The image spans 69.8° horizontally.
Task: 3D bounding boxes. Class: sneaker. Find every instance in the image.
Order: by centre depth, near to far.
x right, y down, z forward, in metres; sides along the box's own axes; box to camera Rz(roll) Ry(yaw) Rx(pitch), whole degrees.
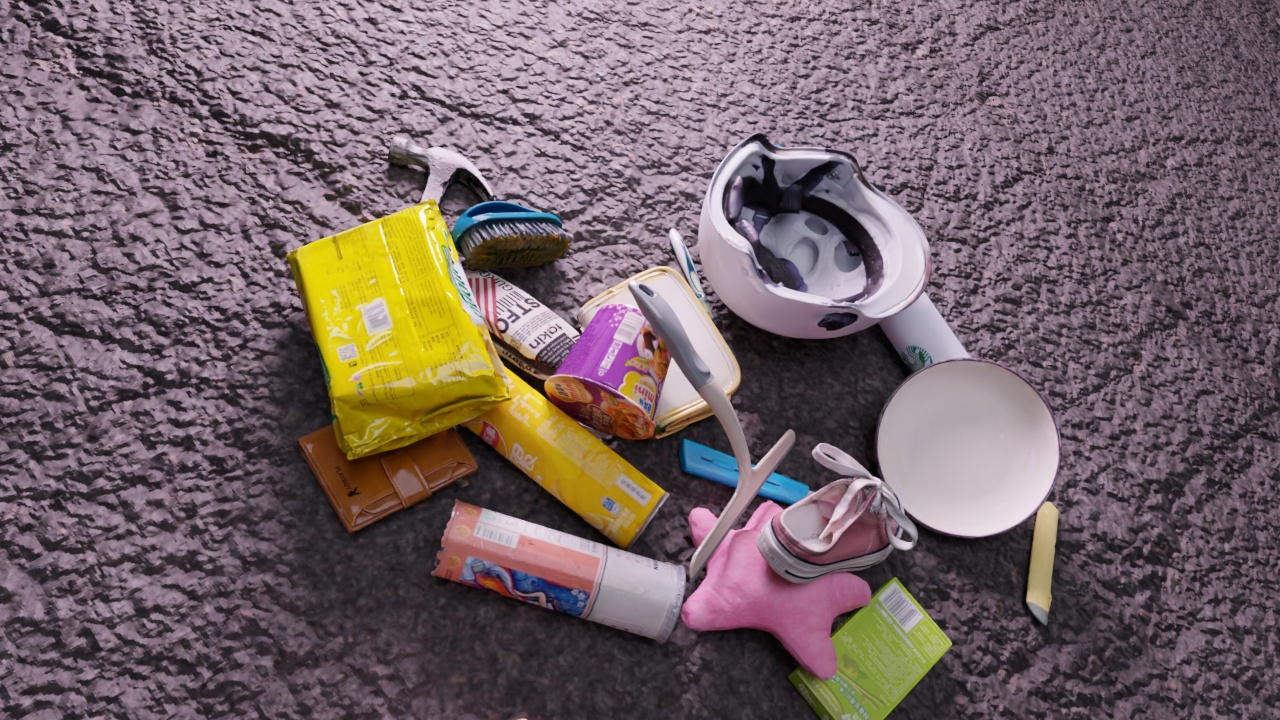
[{"bbox_3d":[0.202,0.143,0.873,0.240,0.088,0.118,-3,46,-52],"label":"sneaker"}]

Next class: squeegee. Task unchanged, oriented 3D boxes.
[{"bbox_3d":[0.059,0.030,0.848,0.245,0.039,0.246,-40,105,-50],"label":"squeegee"}]

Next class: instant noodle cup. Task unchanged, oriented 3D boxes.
[{"bbox_3d":[-0.022,0.007,0.878,0.111,0.112,0.099,26,64,-3],"label":"instant noodle cup"}]

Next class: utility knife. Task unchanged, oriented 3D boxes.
[{"bbox_3d":[0.117,0.122,0.947,0.166,0.018,0.034,20,56,-8],"label":"utility knife"},{"bbox_3d":[0.440,0.217,1.001,0.031,0.018,0.151,31,58,-4],"label":"utility knife"}]

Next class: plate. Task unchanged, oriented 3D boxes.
[{"bbox_3d":[0.348,0.094,0.989,0.192,0.039,0.192,-1,84,6],"label":"plate"}]

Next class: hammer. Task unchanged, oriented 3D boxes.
[{"bbox_3d":[-0.240,-0.098,0.948,0.126,0.032,0.322,16,57,-8],"label":"hammer"}]

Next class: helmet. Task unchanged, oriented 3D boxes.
[{"bbox_3d":[0.177,-0.115,1.030,0.258,0.146,0.228,12,59,-17],"label":"helmet"}]

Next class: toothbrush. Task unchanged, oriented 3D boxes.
[{"bbox_3d":[0.070,-0.075,1.047,0.016,0.018,0.191,-11,65,-24],"label":"toothbrush"}]

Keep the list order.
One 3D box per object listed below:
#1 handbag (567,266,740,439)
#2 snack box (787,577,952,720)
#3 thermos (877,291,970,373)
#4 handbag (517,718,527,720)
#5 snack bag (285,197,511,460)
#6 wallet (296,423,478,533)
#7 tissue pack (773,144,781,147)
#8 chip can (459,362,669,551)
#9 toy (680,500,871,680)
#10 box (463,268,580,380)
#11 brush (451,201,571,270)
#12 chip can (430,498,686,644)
[{"bbox_3d":[-0.006,0.006,0.958,0.178,0.063,0.163,-26,71,-14],"label":"handbag"},{"bbox_3d":[0.221,0.287,0.878,0.156,0.026,0.086,-32,74,-31],"label":"snack box"},{"bbox_3d":[0.340,-0.005,1.068,0.073,0.073,0.224,-19,68,-27],"label":"thermos"},{"bbox_3d":[-0.118,0.323,0.616,0.192,0.235,0.093,-35,74,-32],"label":"handbag"},{"bbox_3d":[-0.227,-0.035,0.839,0.158,0.068,0.246,-22,61,-8],"label":"snack bag"},{"bbox_3d":[-0.227,0.093,0.842,0.130,0.035,0.119,-26,66,-29],"label":"wallet"},{"bbox_3d":[0.200,-0.206,1.149,0.157,0.052,0.094,24,54,-4],"label":"tissue pack"},{"bbox_3d":[-0.076,0.088,0.869,0.213,0.072,0.071,37,56,5],"label":"chip can"},{"bbox_3d":[0.131,0.204,0.871,0.194,0.075,0.178,21,44,-8],"label":"toy"},{"bbox_3d":[-0.130,-0.043,0.928,0.164,0.064,0.074,32,72,14],"label":"box"},{"bbox_3d":[-0.141,-0.137,0.973,0.143,0.055,0.073,-11,58,-48],"label":"brush"},{"bbox_3d":[-0.072,0.186,0.812,0.214,0.071,0.071,19,56,-7],"label":"chip can"}]
